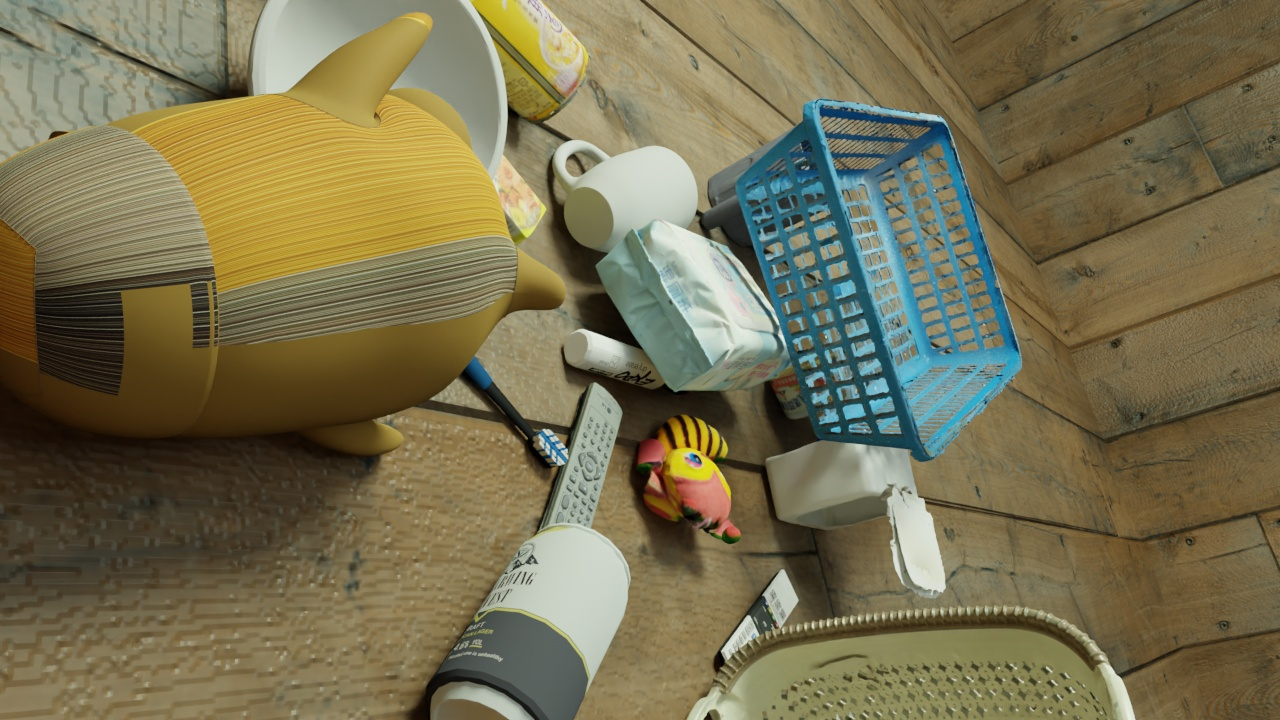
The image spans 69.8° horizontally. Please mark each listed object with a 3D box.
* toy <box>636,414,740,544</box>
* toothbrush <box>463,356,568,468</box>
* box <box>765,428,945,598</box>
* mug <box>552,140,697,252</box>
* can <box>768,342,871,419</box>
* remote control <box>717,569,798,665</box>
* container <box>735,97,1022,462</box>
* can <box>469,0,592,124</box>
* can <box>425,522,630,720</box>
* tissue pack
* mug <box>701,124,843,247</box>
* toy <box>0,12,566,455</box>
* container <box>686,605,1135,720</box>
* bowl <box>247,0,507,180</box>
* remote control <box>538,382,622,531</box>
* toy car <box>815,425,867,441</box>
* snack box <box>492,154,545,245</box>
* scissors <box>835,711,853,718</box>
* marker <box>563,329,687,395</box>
[{"bbox_3d":[0.035,0.080,0.628,0.084,0.046,0.103,26,34,-17],"label":"toy"},{"bbox_3d":[-0.096,0.000,0.515,0.168,0.014,0.014,52,45,-22],"label":"toothbrush"},{"bbox_3d":[0.186,0.134,0.744,0.108,0.126,0.136,19,57,-51],"label":"box"},{"bbox_3d":[-0.025,-0.125,0.671,0.107,0.071,0.089,42,38,14],"label":"mug"},{"bbox_3d":[0.162,0.016,0.823,0.086,0.086,0.043,-29,94,-59],"label":"can"},{"bbox_3d":[0.085,0.190,0.659,0.124,0.012,0.028,-28,93,-59],"label":"remote control"},{"bbox_3d":[0.209,-0.073,0.769,0.361,0.089,0.257,-19,91,-56],"label":"container"},{"bbox_3d":[-0.090,-0.220,0.622,0.105,0.068,0.067,39,40,-37],"label":"can"},{"bbox_3d":[-0.048,0.133,0.446,0.064,0.064,0.127,56,32,-15],"label":"can"},{"bbox_3d":[0.050,-0.036,0.677,0.112,0.070,0.181,58,22,15],"label":"tissue pack"},{"bbox_3d":[0.121,-0.160,0.864,0.084,0.104,0.123,62,32,-6],"label":"mug"},{"bbox_3d":[-0.150,-0.038,0.354,0.202,0.163,0.199,-23,128,-57],"label":"toy"},{"bbox_3d":[0.159,0.250,0.521,0.143,0.247,0.184,52,37,-37],"label":"container"},{"bbox_3d":[-0.141,-0.136,0.484,0.149,0.043,0.149,-11,106,-46],"label":"bowl"},{"bbox_3d":[-0.036,0.069,0.558,0.033,0.013,0.136,47,36,-28],"label":"remote control"},{"bbox_3d":[0.209,0.097,0.886,0.091,0.033,0.062,7,56,-55],"label":"toy car"},{"bbox_3d":[-0.118,-0.133,0.558,0.148,0.029,0.040,51,34,-23],"label":"snack box"},{"bbox_3d":[0.182,0.333,0.707,0.141,0.014,0.173,56,34,-10],"label":"scissors"},{"bbox_3d":[-0.004,0.004,0.641,0.125,0.025,0.025,18,55,-51],"label":"marker"}]
